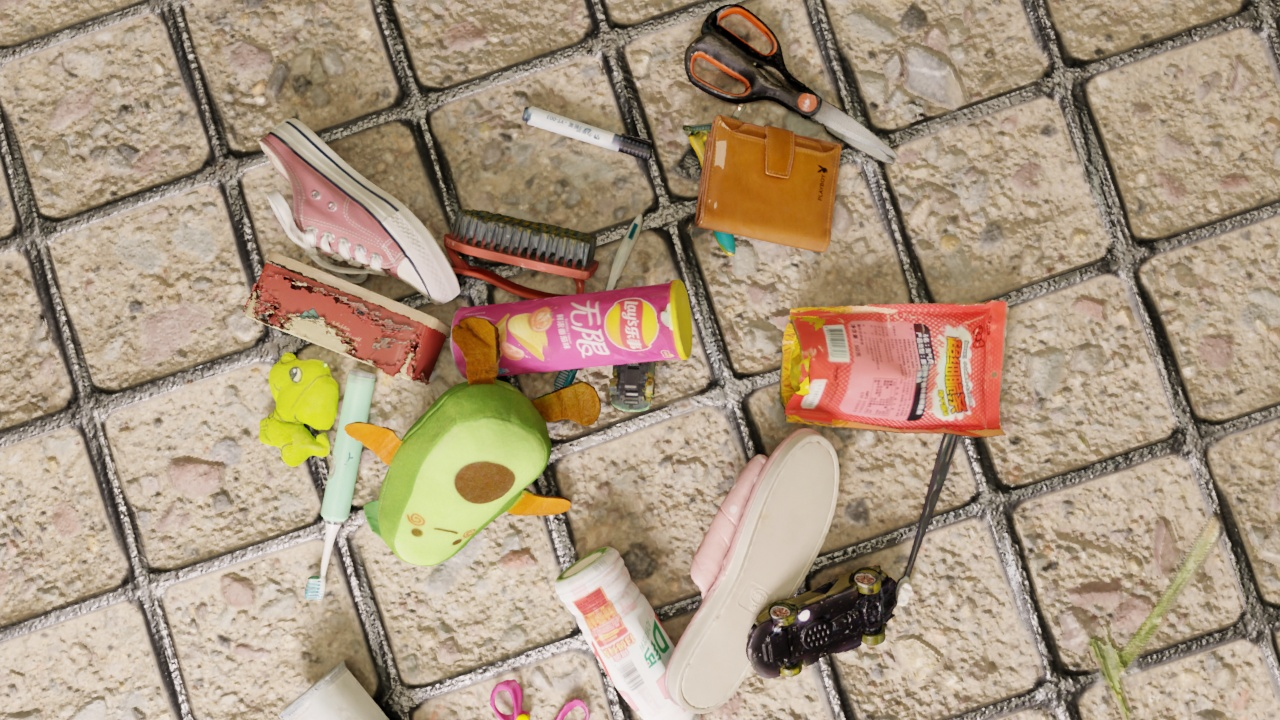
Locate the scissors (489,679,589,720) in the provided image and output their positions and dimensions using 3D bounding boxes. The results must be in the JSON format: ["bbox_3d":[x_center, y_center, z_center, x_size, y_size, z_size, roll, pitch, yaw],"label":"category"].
[{"bbox_3d":[-0.098,0.364,0.870,0.125,0.017,0.133,-11,92,-2],"label":"scissors"}]

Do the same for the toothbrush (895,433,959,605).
[{"bbox_3d":[0.271,0.145,0.866,0.015,0.018,0.181,18,87,5],"label":"toothbrush"}]

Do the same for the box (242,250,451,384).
[{"bbox_3d":[-0.271,-0.029,0.848,0.168,0.091,0.079,21,85,2],"label":"box"}]

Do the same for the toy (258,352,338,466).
[{"bbox_3d":[-0.323,0.046,0.878,0.096,0.031,0.100,42,94,3],"label":"toy"}]

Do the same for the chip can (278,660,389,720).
[{"bbox_3d":[-0.235,0.383,0.843,0.071,0.071,0.214,-41,87,0],"label":"chip can"}]

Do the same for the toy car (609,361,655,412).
[{"bbox_3d":[-0.005,0.005,0.865,0.043,0.036,0.091,3,74,9],"label":"toy car"}]

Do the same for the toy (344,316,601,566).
[{"bbox_3d":[-0.155,0.091,0.826,0.227,0.090,0.247,28,108,-24],"label":"toy"}]

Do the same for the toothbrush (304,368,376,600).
[{"bbox_3d":[-0.287,0.119,0.876,0.027,0.026,0.224,12,89,-34],"label":"toothbrush"}]

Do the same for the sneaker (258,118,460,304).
[{"bbox_3d":[-0.272,-0.122,0.846,0.241,0.118,0.087,41,72,8],"label":"sneaker"}]

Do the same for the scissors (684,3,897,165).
[{"bbox_3d":[0.156,-0.267,0.879,0.235,0.021,0.136,13,88,2],"label":"scissors"}]

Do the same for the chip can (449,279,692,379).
[{"bbox_3d":[-0.062,-0.025,0.832,0.211,0.071,0.071,-6,88,14],"label":"chip can"}]

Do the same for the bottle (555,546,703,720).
[{"bbox_3d":[-0.003,0.270,0.846,0.068,0.068,0.197,-32,91,0],"label":"bottle"}]

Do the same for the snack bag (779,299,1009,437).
[{"bbox_3d":[0.237,0.007,0.850,0.208,0.073,0.128,0,91,-4],"label":"snack bag"}]

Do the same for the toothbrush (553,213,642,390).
[{"bbox_3d":[-0.040,-0.054,0.881,0.018,0.016,0.191,23,89,13],"label":"toothbrush"}]

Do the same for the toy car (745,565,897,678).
[{"bbox_3d":[0.164,0.235,0.830,0.158,0.042,0.070,-16,112,-17],"label":"toy car"}]

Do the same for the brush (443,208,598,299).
[{"bbox_3d":[-0.115,-0.096,0.863,0.146,0.063,0.069,13,107,3],"label":"brush"}]

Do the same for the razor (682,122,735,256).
[{"bbox_3d":[0.072,-0.162,0.874,0.043,0.028,0.132,-11,86,-20],"label":"razor"}]

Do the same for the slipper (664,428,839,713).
[{"bbox_3d":[0.096,0.186,0.831,0.114,0.054,0.274,29,85,-38],"label":"slipper"}]

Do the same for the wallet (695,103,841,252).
[{"bbox_3d":[0.121,-0.171,0.861,0.130,0.035,0.119,9,90,-14],"label":"wallet"}]

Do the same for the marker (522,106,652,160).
[{"bbox_3d":[-0.050,-0.221,0.886,0.131,0.018,0.022,18,80,2],"label":"marker"}]
